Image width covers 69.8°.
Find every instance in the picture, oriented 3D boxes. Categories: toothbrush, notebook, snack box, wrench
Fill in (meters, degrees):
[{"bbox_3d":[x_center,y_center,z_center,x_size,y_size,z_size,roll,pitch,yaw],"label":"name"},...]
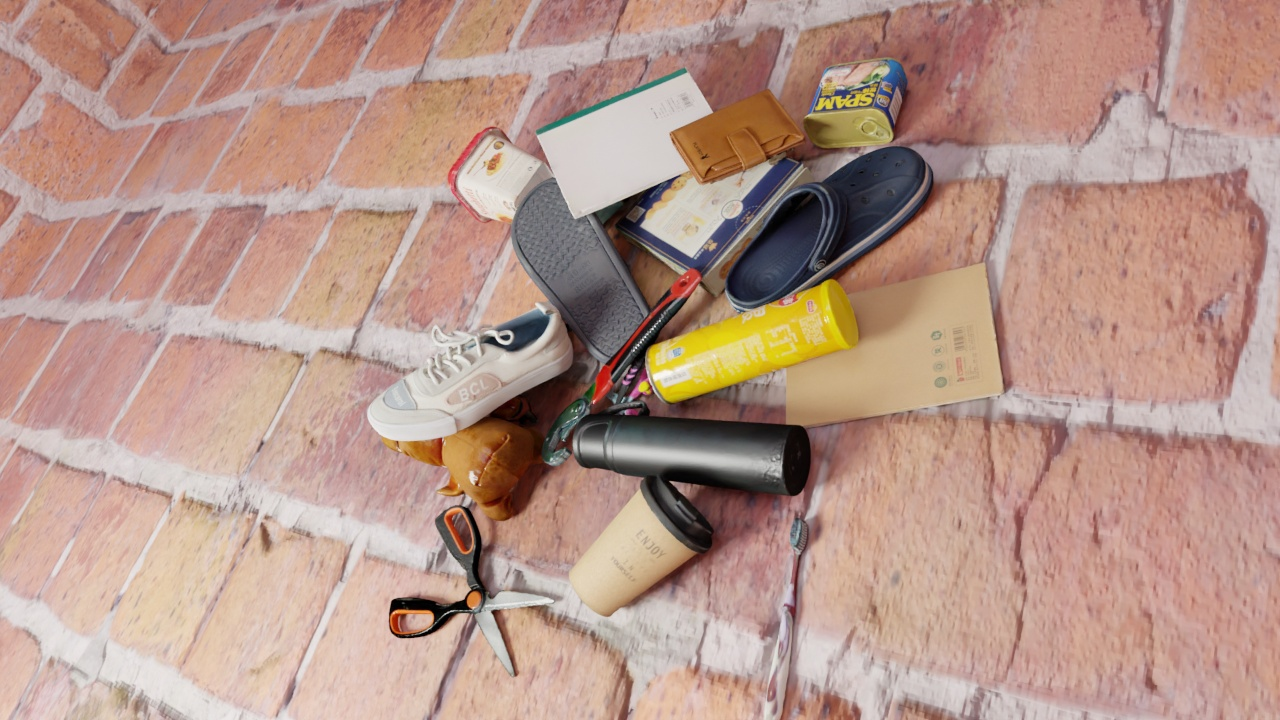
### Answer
[{"bbox_3d":[0.129,0.229,0.817,0.016,0.017,0.187,-4,59,33],"label":"toothbrush"},{"bbox_3d":[0.242,-0.013,0.907,0.208,0.008,0.147,-13,55,28],"label":"notebook"},{"bbox_3d":[0.085,-0.186,1.101,0.178,0.046,0.182,-48,47,-3],"label":"snack box"},{"bbox_3d":[-0.023,0.005,1.029,0.273,0.016,0.056,-51,35,3],"label":"wrench"},{"bbox_3d":[-0.011,-0.269,1.121,0.209,0.012,0.150,-23,62,-2],"label":"notebook"},{"bbox_3d":[-0.006,0.006,1.033,0.014,0.018,0.189,24,81,34],"label":"toothbrush"}]

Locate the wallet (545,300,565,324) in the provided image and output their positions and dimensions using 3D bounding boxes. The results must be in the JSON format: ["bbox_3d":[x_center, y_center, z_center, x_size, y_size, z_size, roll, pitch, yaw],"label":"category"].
[{"bbox_3d":[-0.149,-0.009,1.129,0.130,0.037,0.106,-29,48,16],"label":"wallet"}]

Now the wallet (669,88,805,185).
[{"bbox_3d":[0.111,-0.257,1.062,0.132,0.031,0.107,-24,52,-1],"label":"wallet"}]

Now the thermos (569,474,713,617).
[{"bbox_3d":[0.000,0.181,0.893,0.143,0.093,0.093,-44,46,11],"label":"thermos"}]

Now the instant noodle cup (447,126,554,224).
[{"bbox_3d":[-0.184,-0.248,1.289,0.124,0.116,0.116,27,78,30],"label":"instant noodle cup"}]

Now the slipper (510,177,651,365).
[{"bbox_3d":[-0.066,-0.100,1.122,0.111,0.083,0.268,-34,70,6],"label":"slipper"}]

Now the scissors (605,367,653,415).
[{"bbox_3d":[-0.011,0.053,1.033,0.133,0.017,0.134,-39,49,13],"label":"scissors"}]

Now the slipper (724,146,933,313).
[{"bbox_3d":[0.187,-0.148,0.973,0.253,0.095,0.105,-40,50,5],"label":"slipper"}]

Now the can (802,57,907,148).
[{"bbox_3d":[0.249,-0.296,1.056,0.102,0.057,0.083,4,62,36],"label":"can"}]

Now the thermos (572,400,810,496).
[{"bbox_3d":[0.049,0.081,0.929,0.243,0.068,0.089,4,52,33],"label":"thermos"}]

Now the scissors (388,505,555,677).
[{"bbox_3d":[-0.194,0.260,1.019,0.232,0.021,0.220,-28,54,17],"label":"scissors"}]

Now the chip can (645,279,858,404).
[{"bbox_3d":[0.111,-0.015,0.944,0.214,0.072,0.072,-20,52,28],"label":"chip can"}]

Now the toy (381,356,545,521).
[{"bbox_3d":[-0.207,0.090,1.074,0.200,0.130,0.140,27,76,21],"label":"toy"}]

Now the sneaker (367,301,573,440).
[{"bbox_3d":[-0.189,0.007,1.014,0.242,0.091,0.089,-25,47,-16],"label":"sneaker"}]

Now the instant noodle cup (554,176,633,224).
[{"bbox_3d":[-0.072,-0.220,1.198,0.120,0.111,0.111,-48,46,8],"label":"instant noodle cup"}]

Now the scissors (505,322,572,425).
[{"bbox_3d":[-0.178,0.011,1.172,0.223,0.015,0.189,28,79,42],"label":"scissors"}]
